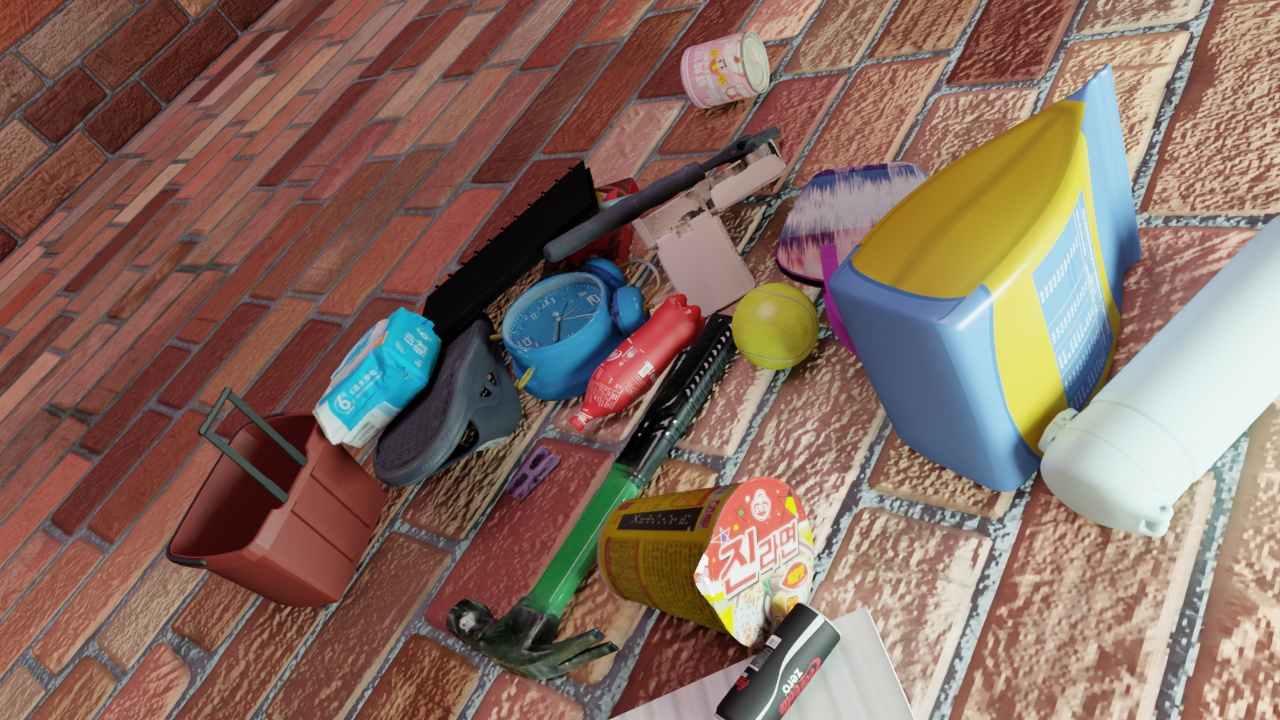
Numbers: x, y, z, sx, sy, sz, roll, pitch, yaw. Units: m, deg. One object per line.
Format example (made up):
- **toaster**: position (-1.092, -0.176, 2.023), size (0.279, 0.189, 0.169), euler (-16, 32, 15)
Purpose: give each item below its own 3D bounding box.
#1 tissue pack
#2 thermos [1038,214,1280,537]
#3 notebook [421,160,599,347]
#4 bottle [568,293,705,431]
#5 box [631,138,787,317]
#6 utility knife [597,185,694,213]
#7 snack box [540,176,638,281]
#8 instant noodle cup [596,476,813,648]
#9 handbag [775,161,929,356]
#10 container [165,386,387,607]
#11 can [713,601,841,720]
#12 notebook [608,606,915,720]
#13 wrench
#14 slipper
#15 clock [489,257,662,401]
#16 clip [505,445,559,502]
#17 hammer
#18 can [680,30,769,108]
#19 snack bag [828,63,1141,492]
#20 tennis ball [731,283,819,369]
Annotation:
- **tissue pack**: position (-0.229, 0.012, 0.805), size (0.093, 0.061, 0.144), euler (-43, 17, 11)
- **thermos**: position (0.310, 0.007, 0.503), size (0.206, 0.065, 0.078), euler (-42, 55, -7)
- **notebook**: position (-0.137, -0.105, 0.927), size (0.232, 0.019, 0.169), euler (-39, 23, 12)
- **bottle**: position (-0.005, 0.004, 0.756), size (0.141, 0.042, 0.042), euler (-45, 40, -7)
- **box**: position (0.074, -0.116, 0.802), size (0.145, 0.101, 0.186), euler (-30, 19, 12)
- **utility knife**: position (-0.021, -0.159, 0.920), size (0.158, 0.015, 0.022), euler (-13, 22, 15)
- **snack box**: position (-0.051, -0.129, 0.940), size (0.089, 0.021, 0.132), euler (-14, 44, 22)
- **instant noodle cup**: position (0.036, 0.123, 0.579), size (0.113, 0.100, 0.100), euler (-7, 46, 46)
- **handbag**: position (0.172, -0.065, 0.662), size (0.145, 0.068, 0.169), euler (-4, 45, 9)
- **container**: position (-0.320, 0.106, 0.763), size (0.127, 0.201, 0.147), euler (-9, 46, 29)
- **can**: position (0.077, 0.177, 0.518), size (0.080, 0.031, 0.031), euler (-48, 40, -15)
- **notebook**: position (0.055, 0.239, 0.507), size (0.210, 0.009, 0.142), euler (-28, 39, 11)
- **wrench**: position (0.025, -0.160, 0.850), size (0.272, 0.022, 0.073), euler (-32, 6, -20)
- **slipper**: position (-0.161, 0.044, 0.818), size (0.111, 0.083, 0.267), euler (-39, 20, 14)
- **clock**: position (-0.052, -0.035, 0.816), size (0.161, 0.060, 0.117), euler (-35, 39, -6)
- **clip**: position (-0.089, 0.094, 0.756), size (0.052, 0.013, 0.036), euler (-50, 40, -13)
- **hammer**: position (-0.009, 0.090, 0.687), size (0.130, 0.032, 0.318), euler (11, 58, 44)
- **can**: position (0.090, -0.310, 0.982), size (0.076, 0.067, 0.067), euler (-5, 48, 32)
- **snack bag**: position (0.229, -0.050, 0.547), size (0.205, 0.159, 0.102), euler (-44, 39, -12)
- **tennis ball**: position (0.101, -0.026, 0.690), size (0.065, 0.065, 0.065), euler (-20, 42, 19)
